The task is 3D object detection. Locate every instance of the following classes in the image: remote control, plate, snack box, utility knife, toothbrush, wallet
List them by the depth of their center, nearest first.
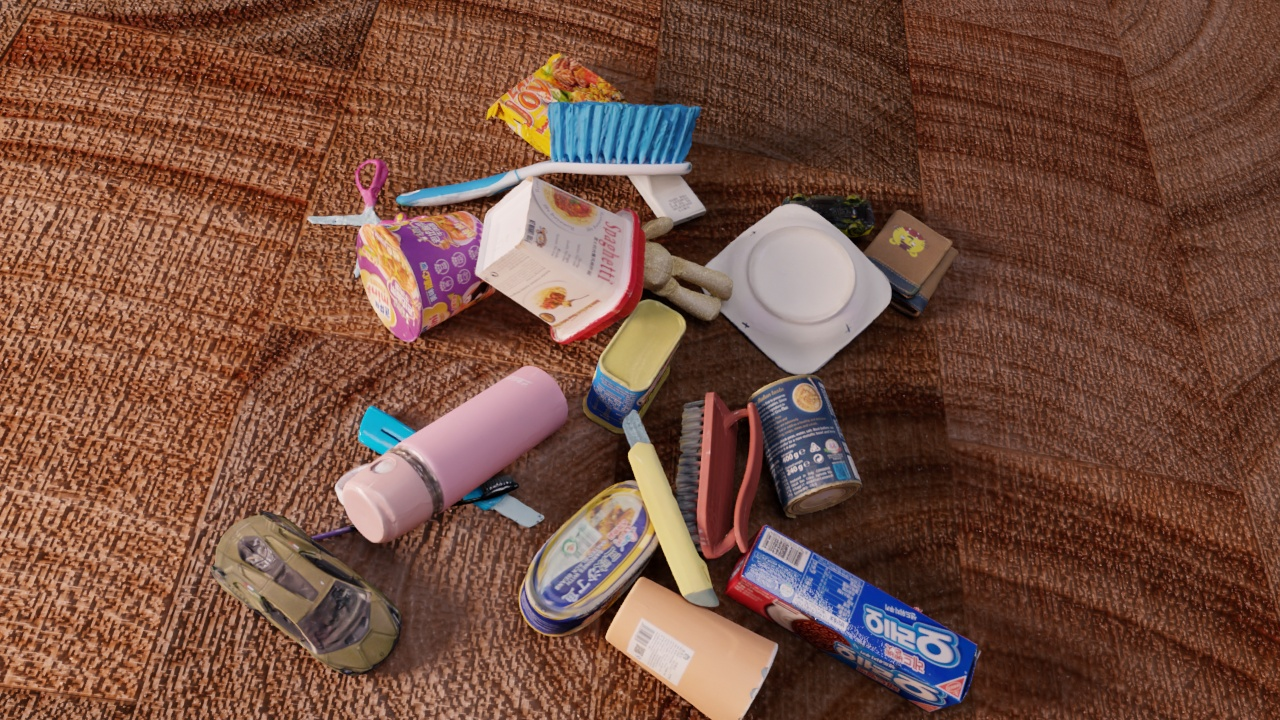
[{"bbox_3d":[0.020,0.120,0.764,0.031,0.019,0.183,-11,67,-24],"label":"utility knife"},{"bbox_3d":[-0.194,0.125,0.764,0.189,0.014,0.016,-14,67,-12],"label":"toothbrush"},{"bbox_3d":[0.178,0.220,0.779,0.207,0.058,0.057,29,58,5],"label":"snack box"},{"bbox_3d":[-0.165,0.096,0.796,0.182,0.018,0.034,29,58,3],"label":"utility knife"},{"bbox_3d":[0.164,-0.083,0.948,0.164,0.034,0.163,-41,75,-17],"label":"plate"},{"bbox_3d":[0.019,-0.200,1.006,0.049,0.024,0.125,-25,70,-23],"label":"remote control"},{"bbox_3d":[0.293,-0.109,1.013,0.090,0.033,0.115,36,56,10],"label":"wallet"}]

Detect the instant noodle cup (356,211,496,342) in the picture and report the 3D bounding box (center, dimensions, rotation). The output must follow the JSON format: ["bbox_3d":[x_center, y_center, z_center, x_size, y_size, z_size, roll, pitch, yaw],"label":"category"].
[{"bbox_3d":[-0.191,-0.084,0.847,0.099,0.112,0.111,-25,68,-34],"label":"instant noodle cup"}]

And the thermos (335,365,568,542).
[{"bbox_3d":[-0.157,0.074,0.766,0.087,0.067,0.198,15,37,39],"label":"thermos"}]

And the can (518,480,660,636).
[{"bbox_3d":[-0.038,0.163,0.767,0.074,0.049,0.147,43,60,12],"label":"can"}]

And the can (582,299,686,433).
[{"bbox_3d":[-0.005,0.005,0.846,0.057,0.083,0.101,30,58,5],"label":"can"}]

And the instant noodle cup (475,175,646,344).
[{"bbox_3d":[-0.074,-0.094,0.829,0.124,0.117,0.116,27,51,-33],"label":"instant noodle cup"}]

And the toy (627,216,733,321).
[{"bbox_3d":[0.017,-0.092,0.924,0.157,0.066,0.105,26,103,2],"label":"toy"}]

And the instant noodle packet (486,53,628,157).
[{"bbox_3d":[-0.093,-0.282,1.017,0.111,0.044,0.128,36,59,14],"label":"instant noodle packet"}]

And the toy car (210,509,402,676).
[{"bbox_3d":[-0.256,0.179,0.708,0.158,0.042,0.070,34,70,4],"label":"toy car"}]

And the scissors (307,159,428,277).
[{"bbox_3d":[-0.261,-0.142,0.903,0.133,0.017,0.134,2,72,2],"label":"scissors"}]

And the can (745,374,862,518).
[{"bbox_3d":[0.150,0.079,0.843,0.075,0.075,0.111,-8,63,-17],"label":"can"}]

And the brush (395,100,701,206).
[{"bbox_3d":[-0.092,-0.212,0.943,0.314,0.109,0.060,-2,20,-12],"label":"brush"}]

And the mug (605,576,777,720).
[{"bbox_3d":[0.038,0.230,0.734,0.123,0.078,0.078,29,58,10],"label":"mug"}]

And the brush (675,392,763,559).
[{"bbox_3d":[0.071,0.104,0.809,0.069,0.063,0.145,-8,56,25],"label":"brush"}]

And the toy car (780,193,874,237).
[{"bbox_3d":[0.206,-0.158,1.021,0.105,0.032,0.048,3,59,2],"label":"toy car"}]
